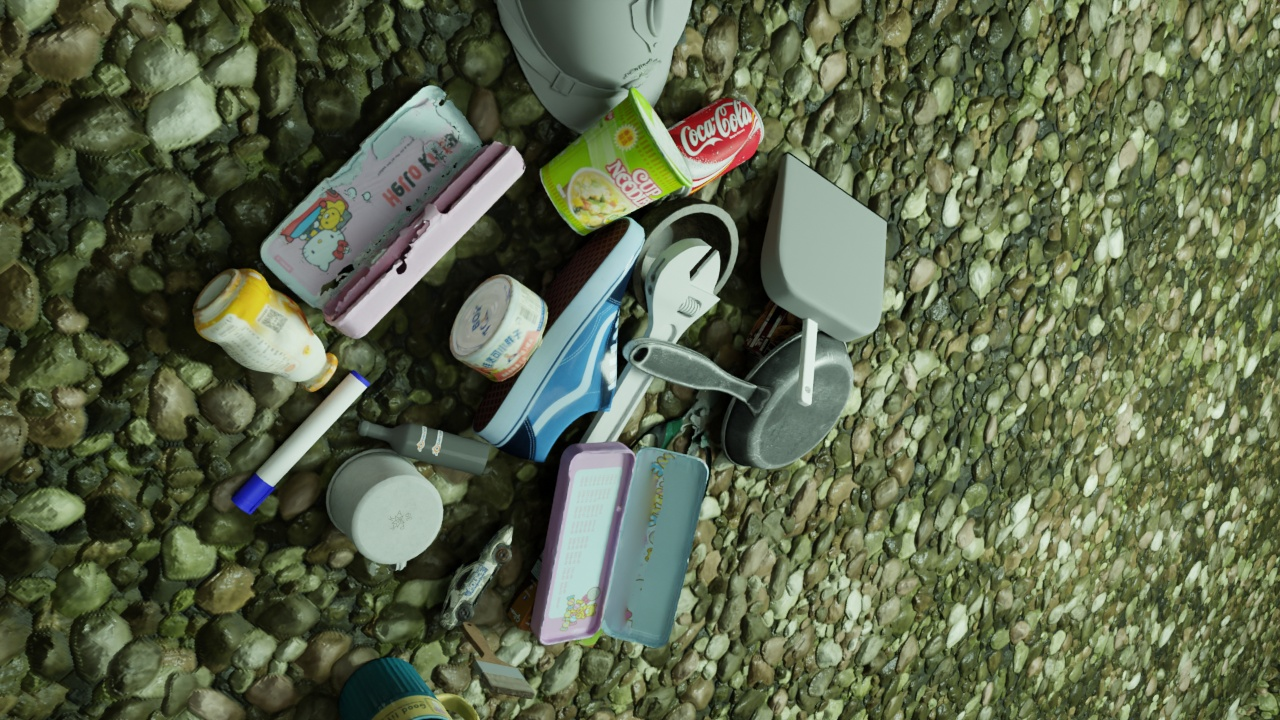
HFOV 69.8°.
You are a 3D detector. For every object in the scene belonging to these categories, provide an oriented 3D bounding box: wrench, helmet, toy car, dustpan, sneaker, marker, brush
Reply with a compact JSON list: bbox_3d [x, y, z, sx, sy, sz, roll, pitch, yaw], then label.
[{"bbox_3d":[-0.005,0.005,0.892,0.086,0.018,0.273,19,108,-44],"label":"wrench"},{"bbox_3d":[-0.016,-0.315,0.758,0.183,0.118,0.271,-26,120,-25],"label":"helmet"},{"bbox_3d":[-0.158,0.202,0.875,0.040,0.048,0.112,35,82,-6],"label":"toy car"},{"bbox_3d":[0.191,-0.074,0.969,0.163,0.033,0.257,26,60,-30],"label":"dustpan"},{"bbox_3d":[-0.052,-0.012,0.847,0.098,0.083,0.241,31,95,-25],"label":"sneaker"},{"bbox_3d":[-0.280,0.066,0.761,0.141,0.020,0.020,-49,126,-12],"label":"marker"},{"bbox_3d":[-0.141,0.270,0.844,0.045,0.143,0.008,23,90,-29],"label":"brush"}]

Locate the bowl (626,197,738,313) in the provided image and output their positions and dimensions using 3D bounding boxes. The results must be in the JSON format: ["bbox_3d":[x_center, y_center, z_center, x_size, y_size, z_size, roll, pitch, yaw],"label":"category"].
[{"bbox_3d":[0.030,-0.106,0.892,0.121,0.056,0.121,-20,131,-25],"label":"bowl"}]

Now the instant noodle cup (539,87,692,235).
[{"bbox_3d":[-0.024,-0.166,0.801,0.108,0.098,0.099,-31,126,15],"label":"instant noodle cup"}]

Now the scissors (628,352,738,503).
[{"bbox_3d":[0.063,0.093,1.008,0.209,0.015,0.146,-49,123,-10],"label":"scissors"}]

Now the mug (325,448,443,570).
[{"bbox_3d":[-0.218,0.139,0.796,0.084,0.070,0.113,-21,114,-28],"label":"mug"}]

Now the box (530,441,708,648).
[{"bbox_3d":[-0.022,0.184,0.900,0.149,0.049,0.214,8,107,-13],"label":"box"}]

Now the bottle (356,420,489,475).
[{"bbox_3d":[-0.192,0.073,0.806,0.113,0.030,0.030,17,95,-18],"label":"bottle"}]

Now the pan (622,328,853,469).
[{"bbox_3d":[0.113,0.031,0.964,0.356,0.055,0.187,15,111,-49],"label":"pan"}]

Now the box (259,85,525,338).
[{"bbox_3d":[-0.197,-0.123,0.725,0.201,0.087,0.102,-48,113,-12],"label":"box"}]

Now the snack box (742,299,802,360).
[{"bbox_3d":[0.174,-0.060,1.025,0.051,0.032,0.141,35,84,-37],"label":"snack box"}]

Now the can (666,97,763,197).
[{"bbox_3d":[0.063,-0.206,0.881,0.104,0.064,0.064,-34,121,-21],"label":"can"}]

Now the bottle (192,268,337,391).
[{"bbox_3d":[-0.285,-0.020,0.705,0.063,0.063,0.109,-51,129,-10],"label":"bottle"}]

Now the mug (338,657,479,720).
[{"bbox_3d":[-0.208,0.333,0.842,0.113,0.107,0.083,4,100,-35],"label":"mug"}]

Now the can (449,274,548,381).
[{"bbox_3d":[-0.123,-0.029,0.797,0.043,0.086,0.086,34,85,-35],"label":"can"}]

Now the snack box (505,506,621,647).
[{"bbox_3d":[-0.047,0.199,0.944,0.101,0.032,0.186,27,95,-37],"label":"snack box"}]
